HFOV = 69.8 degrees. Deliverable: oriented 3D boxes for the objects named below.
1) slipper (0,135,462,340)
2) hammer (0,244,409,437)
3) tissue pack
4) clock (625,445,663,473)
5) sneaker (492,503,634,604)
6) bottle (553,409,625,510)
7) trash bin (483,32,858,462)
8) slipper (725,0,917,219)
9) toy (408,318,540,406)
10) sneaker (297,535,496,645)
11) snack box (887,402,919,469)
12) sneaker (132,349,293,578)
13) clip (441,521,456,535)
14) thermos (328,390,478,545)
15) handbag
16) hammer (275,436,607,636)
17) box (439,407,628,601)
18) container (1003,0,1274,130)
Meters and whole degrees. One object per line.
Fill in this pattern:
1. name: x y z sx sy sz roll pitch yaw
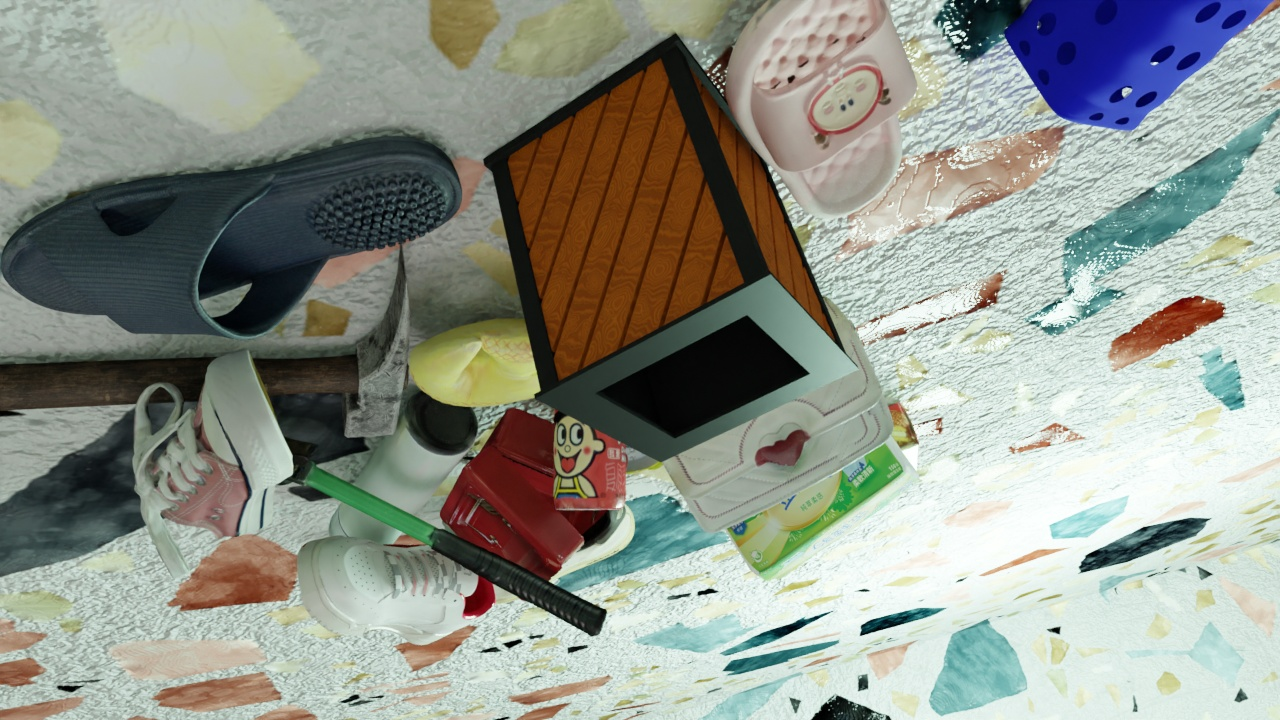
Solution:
1. slipper: -0.230 -0.055 0.536 0.263 0.082 0.101 -15 153 -2
2. hammer: -0.308 -0.007 0.627 0.300 0.037 0.218 -2 148 -22
3. tissue pack: 0.193 0.142 0.981 0.198 0.120 0.141 -33 154 16
4. clock: -0.002 0.070 0.884 0.119 0.057 0.083 9 141 -27
5. sneaker: -0.124 0.207 1.026 0.241 0.089 0.102 -19 160 -4
6. bottle: -0.042 0.054 0.759 0.062 0.137 0.062 -1 172 0
7. trash bin: 0.017 -0.059 0.554 0.140 0.171 0.139 -27 149 20
8. slipper: 0.115 -0.150 0.554 0.107 0.055 0.221 -33 151 6
9. toy: -0.088 -0.003 0.690 0.170 0.064 0.155 -7 173 -17
10. sneaker: -0.207 0.200 0.844 0.104 0.090 0.236 -24 149 9
11. snack box: 0.207 0.133 1.091 0.236 0.060 0.113 -19 149 5
12. sneaker: -0.297 0.071 0.624 0.087 0.118 0.242 -17 161 -32
13. clip: -0.185 0.179 0.990 0.054 0.101 0.044 36 134 0
14. thermos: -0.222 0.110 0.839 0.067 0.067 0.231 5 145 -33
15. handbag: 0.108 0.046 0.805 0.198 0.096 0.142 -29 118 2
16. hammer: -0.171 0.147 0.760 0.318 0.032 0.130 29 158 -6
17. box: -0.101 0.122 0.851 0.126 0.137 0.158 -49 180 -32
18. container: 0.290 -0.203 0.532 0.085 0.084 0.114 0 148 -28
